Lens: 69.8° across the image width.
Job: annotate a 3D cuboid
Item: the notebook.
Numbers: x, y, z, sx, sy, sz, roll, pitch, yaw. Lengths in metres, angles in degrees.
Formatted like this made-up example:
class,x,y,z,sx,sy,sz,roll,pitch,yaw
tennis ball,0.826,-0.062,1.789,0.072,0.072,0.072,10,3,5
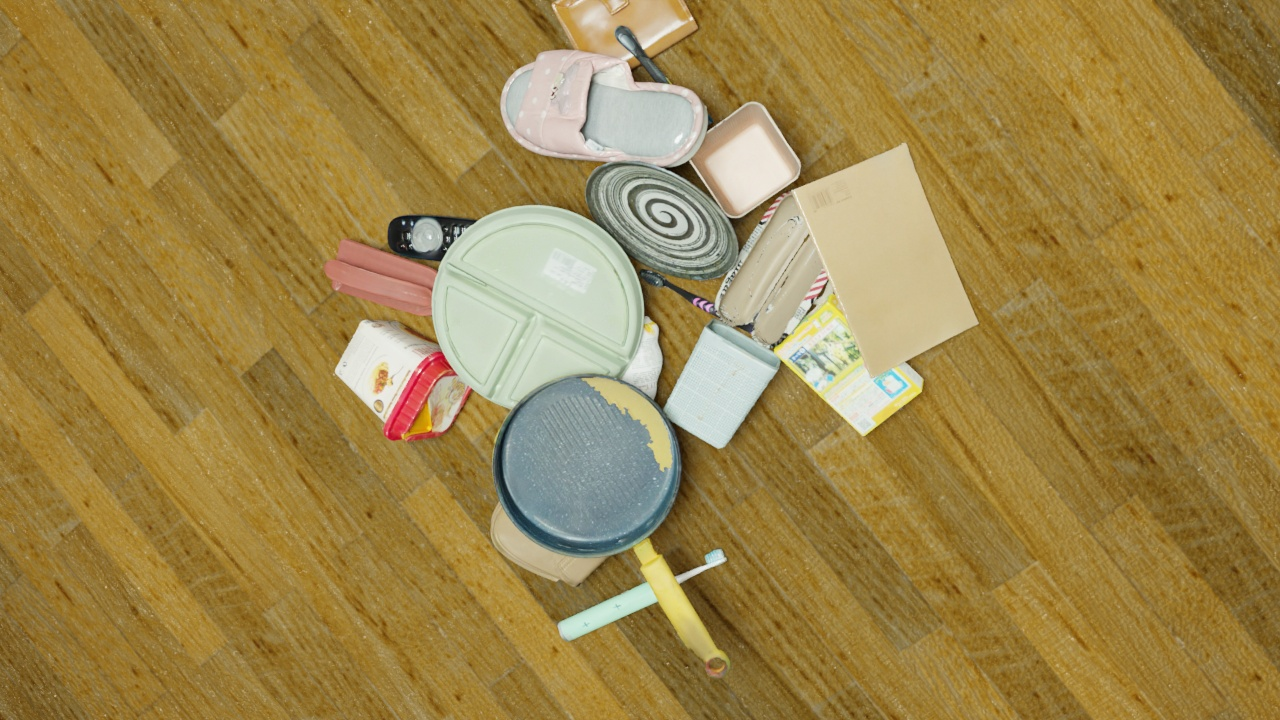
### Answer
class,x,y,z,sx,sy,sz,roll,pitch,yaw
notebook,0.259,-0.107,0.962,0.149,0.012,0.211,-25,93,-19

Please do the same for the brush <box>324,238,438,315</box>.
class,x,y,z,sx,sy,sz,roll,pitch,yaw
brush,-0.289,-0.091,1.066,0.146,0.069,0.063,18,105,7

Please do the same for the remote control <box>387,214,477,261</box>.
class,x,y,z,sx,sy,sz,roll,pitch,yaw
remote control,-0.229,-0.142,1.073,0.136,0.024,0.053,7,101,11

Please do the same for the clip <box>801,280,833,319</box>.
class,x,y,z,sx,sy,sz,roll,pitch,yaw
clip,0.219,-0.064,1.002,0.098,0.035,0.100,36,106,5

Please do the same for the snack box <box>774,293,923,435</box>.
class,x,y,z,sx,sy,sz,roll,pitch,yaw
snack box,0.225,0.006,0.993,0.140,0.033,0.087,42,121,-4

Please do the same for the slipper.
class,x,y,z,sx,sy,sz,roll,pitch,yaw
slipper,-0.053,-0.263,0.960,0.275,0.054,0.114,22,93,33

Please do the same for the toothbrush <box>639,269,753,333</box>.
class,x,y,z,sx,sy,sz,roll,pitch,yaw
toothbrush,0.082,-0.057,1.035,0.189,0.017,0.014,28,111,4

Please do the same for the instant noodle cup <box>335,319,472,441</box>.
class,x,y,z,sx,sy,sz,roll,pitch,yaw
instant noodle cup,-0.274,0.018,1.064,0.124,0.116,0.117,34,102,16

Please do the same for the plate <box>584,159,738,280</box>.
class,x,y,z,sx,sy,sz,roll,pitch,yaw
plate,0.025,-0.151,0.973,0.179,0.180,0.024,28,64,5

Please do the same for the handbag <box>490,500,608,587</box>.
class,x,y,z,sx,sy,sz,roll,pitch,yaw
handbag,-0.068,0.155,1.051,0.205,0.099,0.148,-44,96,12

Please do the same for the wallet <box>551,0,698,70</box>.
class,x,y,z,sx,sy,sz,roll,pitch,yaw
wallet,-0.021,-0.382,1.005,0.131,0.035,0.119,-28,98,12

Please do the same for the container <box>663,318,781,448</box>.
class,x,y,z,sx,sy,sz,roll,pitch,yaw
container,0.087,0.026,1.010,0.090,0.090,0.111,31,104,5

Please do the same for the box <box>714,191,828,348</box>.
class,x,y,z,sx,sy,sz,roll,pitch,yaw
box,0.149,-0.098,0.986,0.085,0.075,0.162,26,102,-22

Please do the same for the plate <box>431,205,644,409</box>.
class,x,y,z,sx,sy,sz,roll,pitch,yaw
plate,-0.111,-0.049,0.978,0.230,0.027,0.230,0,106,1

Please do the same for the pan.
class,x,y,z,sx,sy,sz,roll,pitch,yaw
pan,-0.012,0.177,0.964,0.198,0.078,0.357,-33,97,4

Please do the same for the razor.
class,x,y,z,sx,sy,sz,roll,pitch,yaw
razor,0.020,-0.305,1.000,0.043,0.022,0.143,-35,106,25

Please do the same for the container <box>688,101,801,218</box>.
class,x,y,z,sx,sy,sz,roll,pitch,yaw
container,0.111,-0.205,0.962,0.090,0.110,0.090,-34,90,12

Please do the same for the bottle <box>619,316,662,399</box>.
class,x,y,z,sx,sy,sz,roll,pitch,yaw
bottle,-0.006,0.006,1.034,0.063,0.063,0.108,-6,96,10

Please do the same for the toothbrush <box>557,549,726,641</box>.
class,x,y,z,sx,sy,sz,roll,pitch,yaw
toothbrush,0.002,0.279,1.088,0.225,0.026,0.027,-27,70,12
